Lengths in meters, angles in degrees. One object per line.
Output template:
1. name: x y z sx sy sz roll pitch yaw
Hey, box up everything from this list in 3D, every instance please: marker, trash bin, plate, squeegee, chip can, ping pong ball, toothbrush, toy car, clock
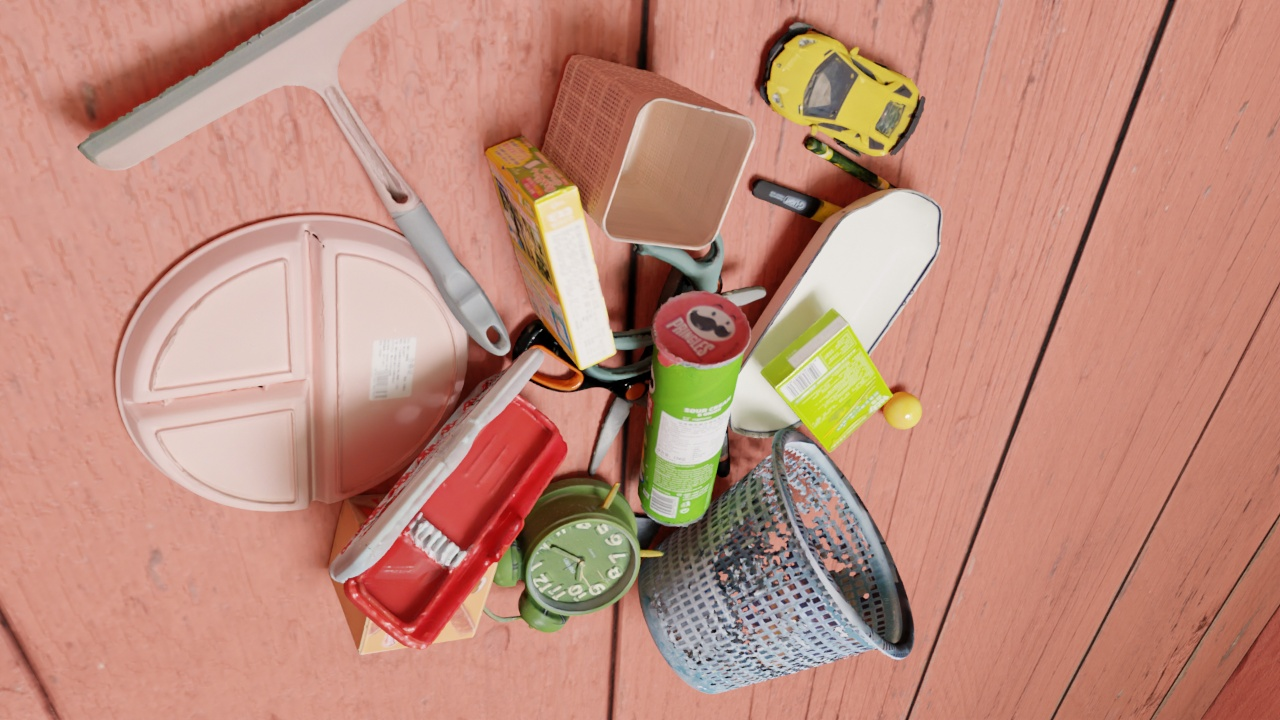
1. marker: 0.136 -0.129 0.763 0.124 0.015 0.018 10 117 -40
2. trash bin: 0.114 0.208 0.867 0.195 0.226 0.226 -33 139 21
3. plate: 0.164 -0.042 0.822 0.161 0.034 0.266 7 122 -43
4. plate: -0.220 0.013 0.616 0.229 0.028 0.230 -19 130 -23
5. squeegee: -0.147 -0.099 0.565 0.247 0.040 0.250 -39 127 -14
6. chip can: 0.037 0.049 0.748 0.072 0.072 0.237 -22 146 -20
7. ping pong ball: 0.280 0.054 0.982 0.040 0.040 0.040 -18 131 -23
8. toothbrush: 0.199 -0.153 0.792 0.185 0.012 0.017 16 123 -41
9. toy car: 0.155 -0.202 0.704 0.155 0.041 0.071 11 115 -38
10. clock: -0.070 0.174 0.802 0.161 0.056 0.116 -30 118 -1
11. marker: 0.075 0.070 0.873 0.018 0.015 0.124 -28 136 -17

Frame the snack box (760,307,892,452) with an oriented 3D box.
1. snack box: 0.174 0.022 0.840 0.086 0.026 0.156 -43 141 4

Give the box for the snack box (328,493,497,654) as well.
1. snack box: -0.177 0.159 0.708 0.094 0.093 0.077 2 120 -35

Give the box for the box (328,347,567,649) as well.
1. box: -0.117 0.092 0.637 0.102 0.101 0.200 46 53 -13

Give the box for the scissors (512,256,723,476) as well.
1. scissors: -0.009 0.005 0.763 0.233 0.021 0.221 24 111 -44

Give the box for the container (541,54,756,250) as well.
1. container: -0.002 -0.138 0.592 0.090 0.111 0.090 1 121 -35

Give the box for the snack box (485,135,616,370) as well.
1. snack box: -0.060 -0.071 0.620 0.033 0.087 0.140 -27 133 -14

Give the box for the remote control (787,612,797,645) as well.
1. remote control: 0.174 0.308 1.088 0.021 0.058 0.150 -38 136 -6

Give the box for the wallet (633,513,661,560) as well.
1. wallet: -0.041 0.184 0.876 0.120 0.019 0.097 14 112 -42

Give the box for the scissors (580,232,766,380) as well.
1. scissors: 0.026 -0.056 0.703 0.170 0.019 0.181 -17 133 -18
